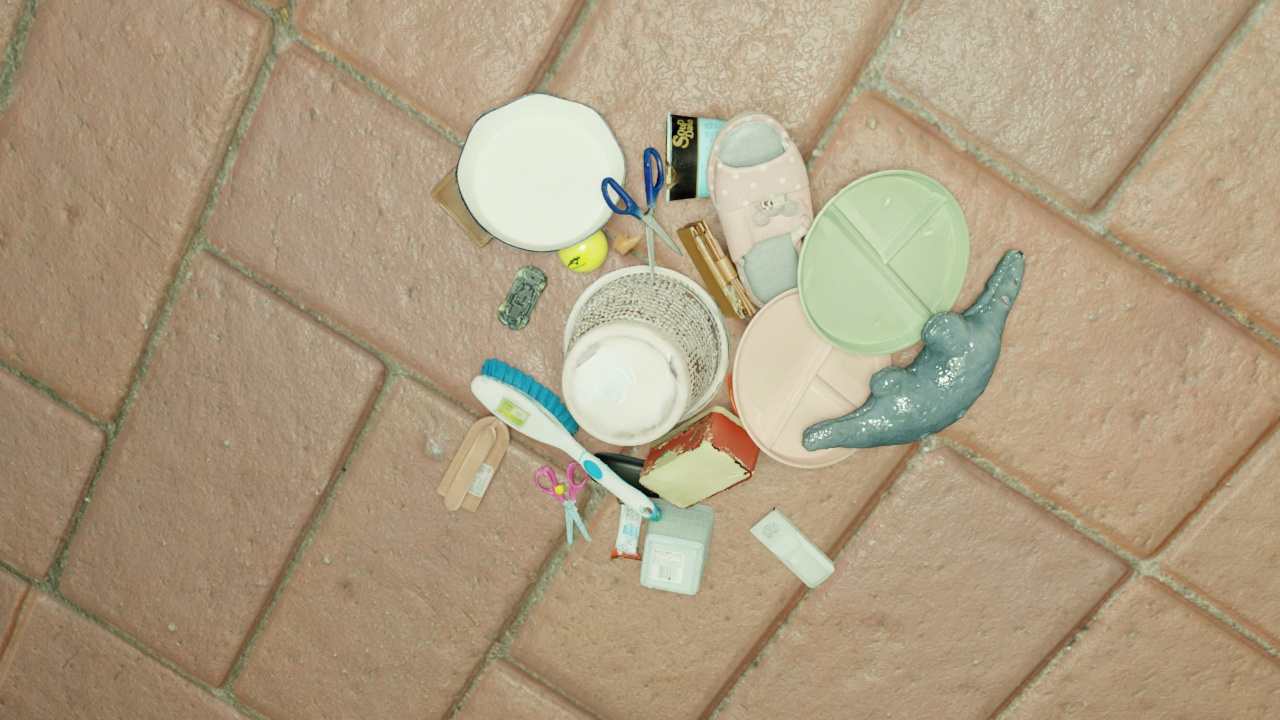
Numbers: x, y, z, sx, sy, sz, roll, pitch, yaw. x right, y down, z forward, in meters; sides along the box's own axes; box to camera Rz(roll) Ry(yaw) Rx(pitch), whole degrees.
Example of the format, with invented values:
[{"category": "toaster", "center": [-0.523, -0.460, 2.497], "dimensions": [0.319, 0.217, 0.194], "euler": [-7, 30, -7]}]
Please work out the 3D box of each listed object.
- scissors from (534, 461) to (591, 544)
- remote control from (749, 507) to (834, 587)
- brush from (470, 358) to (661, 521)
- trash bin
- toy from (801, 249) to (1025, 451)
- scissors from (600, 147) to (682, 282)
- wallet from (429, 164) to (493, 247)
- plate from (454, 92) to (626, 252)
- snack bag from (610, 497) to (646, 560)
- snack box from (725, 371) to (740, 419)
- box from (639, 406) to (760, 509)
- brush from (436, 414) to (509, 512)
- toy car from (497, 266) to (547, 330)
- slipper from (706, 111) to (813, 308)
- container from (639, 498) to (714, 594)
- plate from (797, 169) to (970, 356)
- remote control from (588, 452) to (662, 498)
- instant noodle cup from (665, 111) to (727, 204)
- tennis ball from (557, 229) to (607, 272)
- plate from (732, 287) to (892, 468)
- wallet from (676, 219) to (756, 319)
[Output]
[{"category": "scissors", "center": [-0.093, 0.203, 1.312], "dimensions": [0.093, 0.017, 0.137], "euler": [-26, 104, 8]}, {"category": "remote control", "center": [0.212, 0.261, 1.274], "dimensions": [0.125, 0.024, 0.049], "euler": [44, 107, -4]}, {"category": "brush", "center": [-0.097, 0.108, 1.235], "dimensions": [0.314, 0.109, 0.061], "euler": [34, 105, -1]}, {"category": "trash bin", "center": [-0.007, 0.006, 1.150], "dimensions": [0.227, 0.191, 0.228], "euler": [2, 106, 8]}, {"category": "toy", "center": [0.360, 0.016, 1.134], "dimensions": [0.356, 0.091, 0.138], "euler": [-44, 113, 3]}, {"category": "scissors", "center": [0.006, -0.186, 1.141], "dimensions": [0.012, 0.162, 0.175], "euler": [-3, 80, 38]}, {"category": "wallet", "center": [-0.200, -0.222, 1.201], "dimensions": [0.125, 0.032, 0.101], "euler": [-41, 99, 17]}, {"category": "plate", "center": [-0.122, -0.228, 1.138], "dimensions": [0.205, 0.045, 0.204], "euler": [1, 79, -3]}, {"category": "snack bag", "center": [-0.016, 0.240, 1.302], "dimensions": [0.048, 0.026, 0.104], "euler": [5, 106, 1]}, {"category": "snack box", "center": [0.156, 0.054, 1.195], "dimensions": [0.082, 0.080, 0.091], "euler": [-20, 101, 13]}, {"category": "box", "center": [0.072, 0.134, 1.186], "dimensions": [0.091, 0.076, 0.169], "euler": [35, 142, -15]}, {"category": "brush", "center": [-0.229, 0.141, 1.285], "dimensions": [0.063, 0.073, 0.146], "euler": [30, 106, 1]}, {"category": "toy car", "center": [-0.157, -0.084, 1.230], "dimensions": [0.043, 0.034, 0.091], "euler": [29, 106, 3]}, {"category": "slipper", "center": [0.149, -0.164, 1.092], "dimensions": [0.114, 0.054, 0.275], "euler": [-15, 130, 3]}, {"category": "container", "center": [0.048, 0.255, 1.252], "dimensions": [0.090, 0.111, 0.090], "euler": [9, 106, 6]}, {"category": "plate", "center": [0.292, -0.117, 1.113], "dimensions": [0.230, 0.027, 0.230], "euler": [-5, 110, -13]}, {"category": "remote control", "center": [-0.007, 0.163, 1.279], "dimensions": [0.136, 0.024, 0.053], "euler": [12, 105, 4]}, {"category": "instant noodle cup", "center": [0.091, -0.244, 1.113], "dimensions": [0.120, 0.111, 0.111], "euler": [1, 106, 1]}, {"category": "tennis ball", "center": [-0.074, -0.145, 1.182], "dimensions": [0.065, 0.065, 0.065], "euler": [2, 106, 8]}, {"category": "plate", "center": [0.214, 0.020, 1.151], "dimensions": [0.229, 0.028, 0.229], "euler": [-2, 95, -21]}, {"category": "wallet", "center": [0.094, -0.113, 1.145], "dimensions": [0.031, 0.108, 0.132], "euler": [-32, 98, -4]}]
